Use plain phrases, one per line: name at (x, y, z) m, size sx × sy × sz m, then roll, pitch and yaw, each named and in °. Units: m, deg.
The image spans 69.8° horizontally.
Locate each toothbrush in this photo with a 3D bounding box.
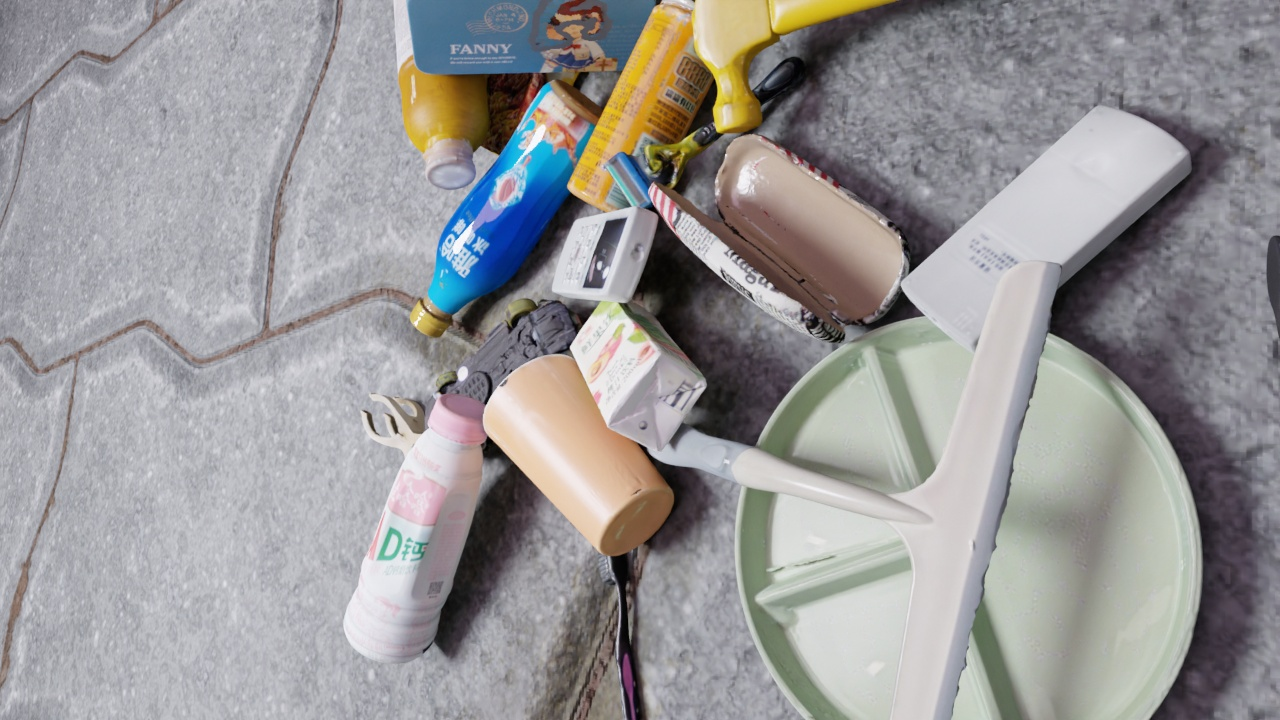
toothbrush at (-0.009, 0.202, 0.566) m, size 0.018 × 0.014 × 0.189 m, roll -28°, pitch 62°, yaw 42°
toothbrush at (0.278, 0.037, 0.374) m, size 0.016 × 0.014 × 0.189 m, roll -4°, pitch 75°, yaw 14°

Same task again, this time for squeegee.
squeegee at (0.068, 0.058, 0.482) m, size 0.247 × 0.039 × 0.246 m, roll 12°, pitch 87°, yaw 53°

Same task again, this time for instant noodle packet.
instant noodle packet at (-0.113, -0.221, 0.750) m, size 0.128 × 0.044 × 0.111 m, roll 33°, pitch 95°, yaw 41°

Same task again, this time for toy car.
toy car at (-0.103, 0.017, 0.675) m, size 0.158 × 0.042 × 0.070 m, roll -38°, pitch 56°, yaw 24°

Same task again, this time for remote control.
remote control at (0.196, -0.064, 0.447) m, size 0.135 × 0.019 × 0.056 m, roll -43°, pitch 47°, yaw 6°
remote control at (-0.028, -0.069, 0.606) m, size 0.150 × 0.021 × 0.058 m, roll 14°, pitch 85°, yaw 71°

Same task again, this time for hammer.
hammer at (0.165, -0.216, 0.494) m, size 0.301 × 0.032 × 0.129 m, roll -6°, pitch 98°, yaw 29°

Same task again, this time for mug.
mug at (-0.037, 0.063, 0.591) m, size 0.123 × 0.078 × 0.078 m, roll 46°, pitch 108°, yaw 32°

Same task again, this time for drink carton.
drink carton at (-0.003, 0.003, 0.567) m, size 0.053 × 0.045 × 0.122 m, roll -55°, pitch 24°, yaw 10°

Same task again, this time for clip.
clip at (-0.185, 0.063, 0.740) m, size 0.100 × 0.034 × 0.072 m, roll 36°, pitch 101°, yaw 31°

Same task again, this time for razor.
razor at (0.046, -0.150, 0.593) m, size 0.143 × 0.022 × 0.042 m, roll -35°, pitch 82°, yaw 5°

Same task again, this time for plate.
plate at (0.149, 0.090, 0.457) m, size 0.231 × 0.027 × 0.230 m, roll -12°, pitch 71°, yaw 37°

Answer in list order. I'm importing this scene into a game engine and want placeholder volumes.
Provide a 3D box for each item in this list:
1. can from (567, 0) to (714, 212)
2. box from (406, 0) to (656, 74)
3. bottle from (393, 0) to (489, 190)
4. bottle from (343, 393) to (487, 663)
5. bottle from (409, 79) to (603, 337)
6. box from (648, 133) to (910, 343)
can at (0.006, -0.169, 0.626) m, size 0.058 × 0.058 × 0.146 m, roll 34°, pitch 100°, yaw 40°
box at (-0.083, -0.252, 0.645) m, size 0.184 × 0.090 × 0.062 m, roll -7°, pitch 70°, yaw -8°
bottle at (-0.153, -0.222, 0.708) m, size 0.068 × 0.068 × 0.189 m, roll -23°, pitch 64°, yaw 33°
bottle at (-0.153, 0.119, 0.651) m, size 0.068 × 0.068 × 0.197 m, roll 37°, pitch 112°, yaw 40°
bottle at (-0.104, -0.106, 0.696) m, size 0.219 × 0.065 × 0.065 m, roll -51°, pitch 52°, yaw 18°
box at (0.072, -0.073, 0.527) m, size 0.162 × 0.086 × 0.076 m, roll 48°, pitch 132°, yaw 38°
